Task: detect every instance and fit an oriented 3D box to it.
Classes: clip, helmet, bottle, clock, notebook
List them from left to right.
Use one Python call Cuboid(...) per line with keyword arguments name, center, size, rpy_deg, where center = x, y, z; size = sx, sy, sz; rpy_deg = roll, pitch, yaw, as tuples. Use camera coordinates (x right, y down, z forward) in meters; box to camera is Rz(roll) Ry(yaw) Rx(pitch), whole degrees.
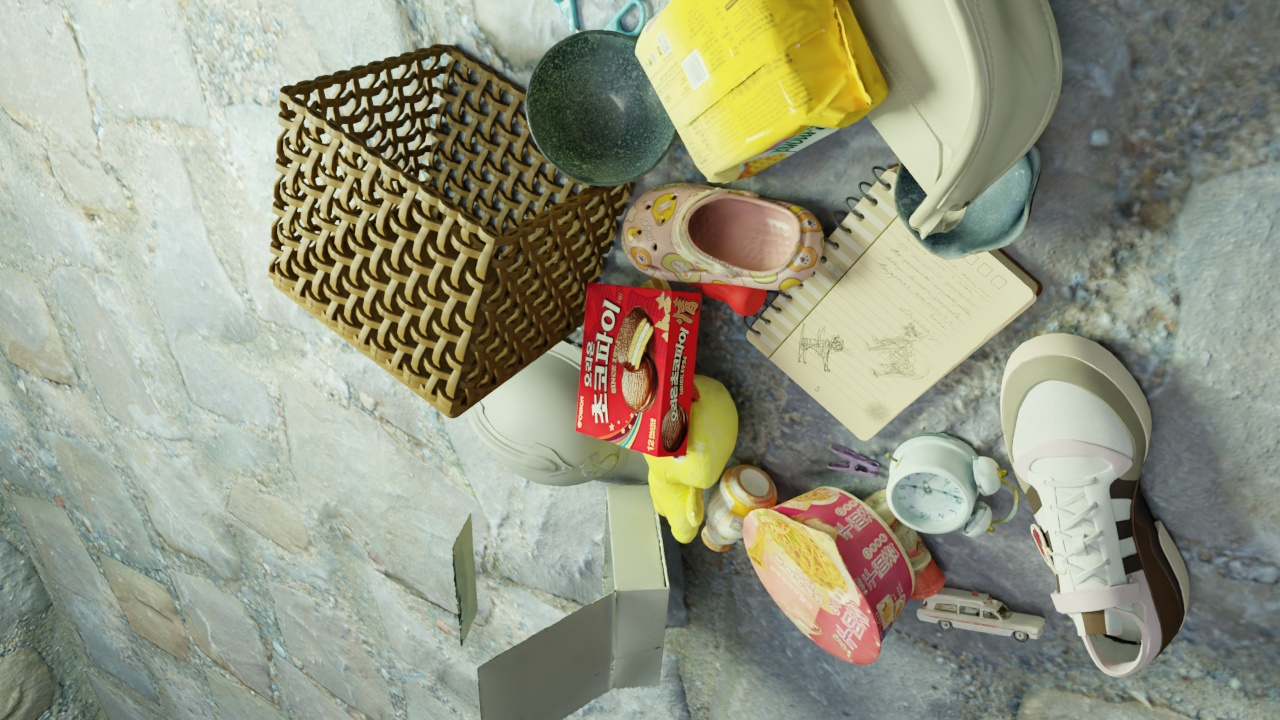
Cuboid(name="helmet", center=(-0.112, 0.080, 1.036), size=(0.271, 0.117, 0.184), rpy_deg=(27, 129, 17))
Cuboid(name="bottle", center=(0.064, -0.081, 0.863), size=(0.119, 0.036, 0.036), rpy_deg=(34, 133, 35))
Cuboid(name="bottle", center=(0.100, 0.160, 0.976), size=(0.063, 0.062, 0.109), rpy_deg=(36, 134, 12))
Cuboid(name="clip", center=(0.208, 0.102, 0.898), size=(0.051, 0.013, 0.032), rpy_deg=(20, 128, 21))
Cuboid(name="notebook", center=(0.205, -0.043, 0.805), size=(0.167, 0.024, 0.226), rpy_deg=(42, 132, 5))
Cuboid(name="bottle", center=(0.254, 0.178, 0.891), size=(0.044, 0.044, 0.109), rpy_deg=(-23, 101, 41))
Cuboid(name="clock", center=(0.279, 0.115, 0.827), size=(0.118, 0.056, 0.083), rpy_deg=(11, 122, 21))

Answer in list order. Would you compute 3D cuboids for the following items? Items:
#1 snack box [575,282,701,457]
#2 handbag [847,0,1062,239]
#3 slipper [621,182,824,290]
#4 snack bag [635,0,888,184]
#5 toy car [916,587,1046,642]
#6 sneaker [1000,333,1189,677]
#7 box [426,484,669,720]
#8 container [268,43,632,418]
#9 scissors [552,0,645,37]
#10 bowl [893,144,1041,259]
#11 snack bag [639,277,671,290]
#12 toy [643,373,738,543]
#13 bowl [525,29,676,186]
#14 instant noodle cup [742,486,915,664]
Cuboid(name="snack box", center=(-0.005, 0.005, 0.891), size=(0.133, 0.035, 0.152), rpy_deg=(12, 98, 51))
Cuboid(name="handbag", center=(0.205, -0.229, 0.640), size=(0.229, 0.131, 0.184), rpy_deg=(63, 154, 21))
Cuboid(name="slipper", center=(0.061, -0.117, 0.803), size=(0.197, 0.081, 0.093), rpy_deg=(12, 83, 31))
Cuboid(name="snack bag", center=(0.077, -0.225, 0.688), size=(0.159, 0.068, 0.247), rpy_deg=(63, 163, -6))
Cuboid(name="toy car", center=(0.327, 0.242, 0.884), size=(0.113, 0.039, 0.039), rpy_deg=(-1, 95, 34))
Cuboid(name="sneaker", center=(0.355, 0.126, 0.738), size=(0.112, 0.116, 0.294), rpy_deg=(-9, 111, 38))
Cuboid(name="box", center=(-0.074, 0.285, 0.979), size=(0.165, 0.329, 0.167), rpy_deg=(31, 133, 35))
Cuboid(name="container", center=(-0.185, -0.132, 0.892), size=(0.251, 0.218, 0.215), rpy_deg=(35, 131, 13))
Cuboid(name="scissors", center=(-0.042, -0.301, 0.834), size=(0.130, 0.015, 0.135), rpy_deg=(9, 127, 32))
Cuboid(name="bowl", center=(0.251, -0.132, 0.690), size=(0.110, 0.055, 0.110), rpy_deg=(8, 102, 40))
Cuboid(name="snack bag", center=(-0.003, -0.059, 0.943), size=(0.099, 0.020, 0.026), rpy_deg=(-33, 87, 42))
Cuboid(name="toy", center=(0.045, 0.093, 0.943), size=(0.134, 0.092, 0.208), rpy_deg=(48, 135, 47))
Cuboid(name="bowl", center=(-0.037, -0.222, 0.831), size=(0.137, 0.137, 0.057), rpy_deg=(57, 172, -7))
Cuboid(name="instant noodle cup", center=(0.189, 0.199, 0.894), size=(0.178, 0.077, 0.179), rpy_deg=(44, 153, 29))
